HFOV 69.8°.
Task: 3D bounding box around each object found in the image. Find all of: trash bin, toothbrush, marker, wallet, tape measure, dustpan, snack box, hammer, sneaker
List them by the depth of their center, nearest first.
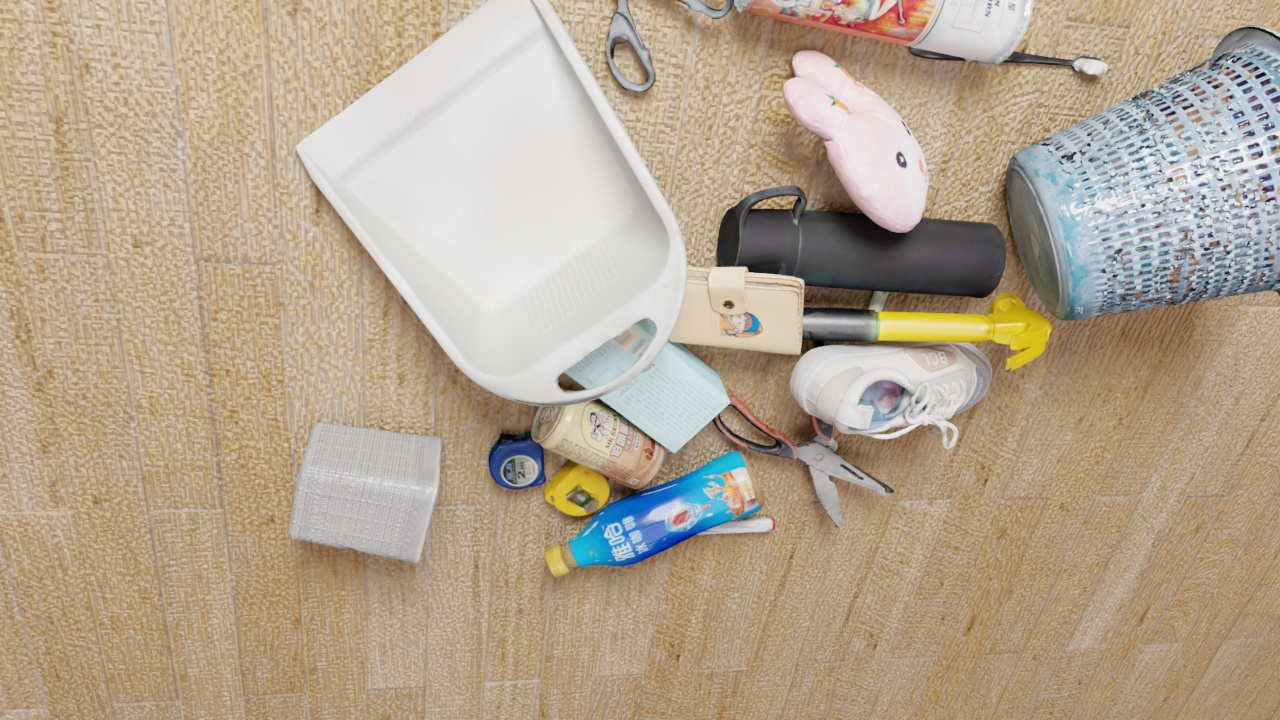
[{"bbox_3d":[-0.091,-0.100,0.688,0.223,0.142,0.258,-34,123,8],"label":"dustpan"},{"bbox_3d":[0.421,-0.131,0.757,0.195,0.226,0.227,-16,123,12],"label":"trash bin"},{"bbox_3d":[0.305,-0.250,0.759,0.181,0.018,0.016,2,125,-12],"label":"toothbrush"},{"bbox_3d":[0.078,-0.043,0.769,0.115,0.024,0.087,8,135,15],"label":"wallet"},{"bbox_3d":[0.206,-0.031,0.811,0.301,0.128,0.033,2,111,4],"label":"hammer"},{"bbox_3d":[-0.005,0.005,0.820,0.074,0.051,0.175,-43,119,16],"label":"snack box"},{"bbox_3d":[0.256,0.029,0.841,0.241,0.091,0.090,-2,118,-32],"label":"sneaker"},{"bbox_3d":[-0.116,0.094,0.864,0.054,0.025,0.058,-4,117,-8],"label":"tape measure"},{"bbox_3d":[0.204,0.008,0.889,0.029,0.020,0.190,21,117,13],"label":"toothbrush"},{"bbox_3d":[-0.058,0.126,0.893,0.057,0.029,0.060,36,107,-29],"label":"tape measure"},{"bbox_3d":[0.071,0.174,0.958,0.145,0.017,0.017,-1,120,-12],"label":"marker"}]

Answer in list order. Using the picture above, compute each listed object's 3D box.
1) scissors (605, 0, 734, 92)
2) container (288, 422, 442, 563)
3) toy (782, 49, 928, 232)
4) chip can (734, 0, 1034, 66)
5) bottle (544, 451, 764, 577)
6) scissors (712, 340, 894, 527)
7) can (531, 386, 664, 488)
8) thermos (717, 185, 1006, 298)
[{"bbox_3d":[-0.013,-0.278,0.664,0.159,0.014,0.181,-6,126,2],"label":"scissors"},{"bbox_3d":[-0.242,0.114,0.813,0.114,0.090,0.090,12,116,-15],"label":"container"},{"bbox_3d":[0.173,-0.174,0.723,0.159,0.121,0.054,40,133,-21],"label":"toy"},{"bbox_3d":[0.179,-0.275,0.684,0.214,0.071,0.071,6,119,-15],"label":"chip can"},{"bbox_3d":[0.011,0.157,0.904,0.218,0.065,0.065,-23,122,0],"label":"bottle"},{"bbox_3d":[0.162,0.078,0.902,0.189,0.015,0.227,-2,116,-1],"label":"scissors"},{"bbox_3d":[-0.038,0.072,0.848,0.116,0.058,0.059,28,111,-26],"label":"can"},{"bbox_3d":[0.193,-0.100,0.786,0.242,0.068,0.090,2,140,-14],"label":"thermos"}]
